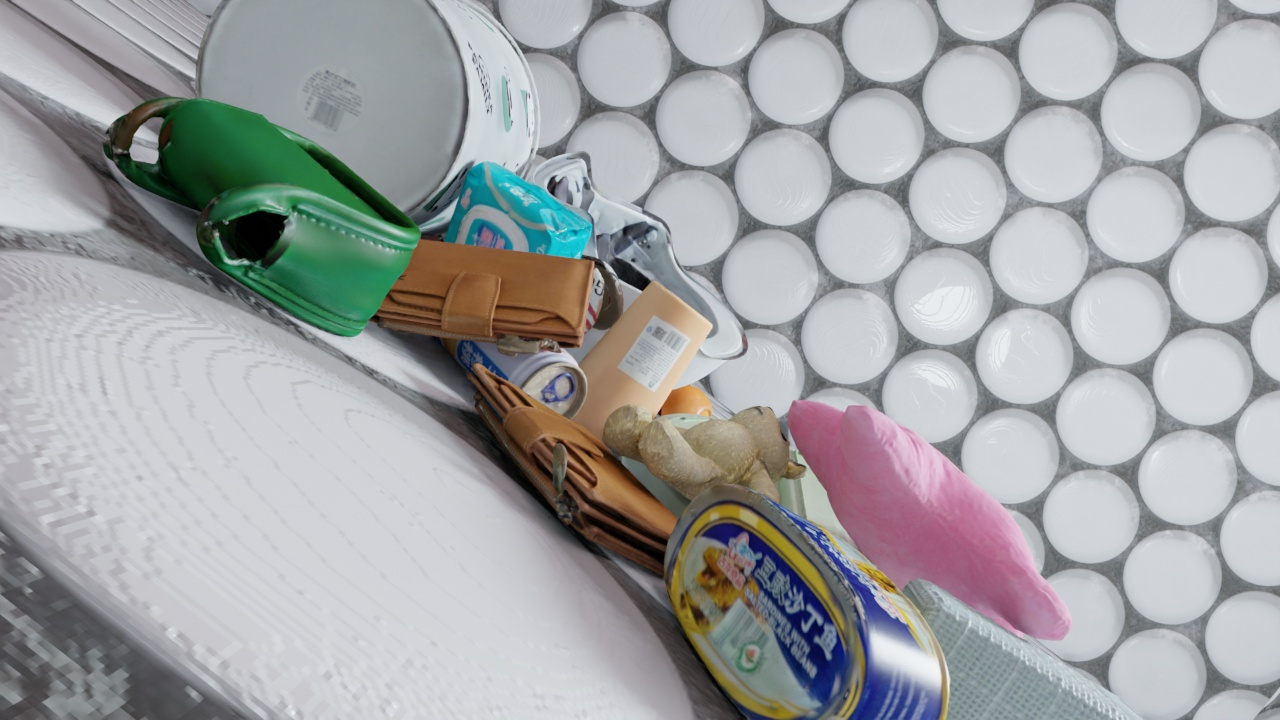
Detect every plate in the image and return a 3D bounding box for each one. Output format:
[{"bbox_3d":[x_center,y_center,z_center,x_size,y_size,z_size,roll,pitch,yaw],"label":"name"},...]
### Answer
[{"bbox_3d":[0.095,0.101,0.639,0.230,0.027,0.230,22,19,-8],"label":"plate"}]

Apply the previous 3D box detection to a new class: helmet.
[{"bbox_3d":[-0.033,-0.058,0.870,0.258,0.146,0.228,39,20,-28],"label":"helmet"}]

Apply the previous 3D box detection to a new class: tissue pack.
[{"bbox_3d":[-0.100,-0.066,0.667,0.093,0.134,0.050,35,28,20],"label":"tissue pack"}]

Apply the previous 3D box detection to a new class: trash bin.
[{"bbox_3d":[-0.205,-0.201,0.725,0.229,0.230,0.251,36,8,-8],"label":"trash bin"}]

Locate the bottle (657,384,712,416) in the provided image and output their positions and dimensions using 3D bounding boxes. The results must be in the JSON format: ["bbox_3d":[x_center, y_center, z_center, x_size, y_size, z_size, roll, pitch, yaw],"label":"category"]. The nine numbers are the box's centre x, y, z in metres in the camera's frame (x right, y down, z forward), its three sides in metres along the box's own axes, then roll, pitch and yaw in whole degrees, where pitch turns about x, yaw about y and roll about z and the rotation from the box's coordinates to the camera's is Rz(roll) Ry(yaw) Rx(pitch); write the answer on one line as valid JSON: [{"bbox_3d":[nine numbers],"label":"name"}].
[{"bbox_3d":[0.000,0.033,0.945,0.149,0.067,0.066,31,0,25],"label":"bottle"}]

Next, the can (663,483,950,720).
[{"bbox_3d":[0.062,0.107,0.388,0.049,0.074,0.148,31,6,-27],"label":"can"}]

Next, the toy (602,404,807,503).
[{"bbox_3d":[0.039,0.052,0.548,0.105,0.066,0.157,19,3,37],"label":"toy"}]

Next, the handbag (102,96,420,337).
[{"bbox_3d":[-0.186,-0.074,0.458,0.131,0.068,0.120,40,12,32],"label":"handbag"}]

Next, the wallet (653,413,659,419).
[{"bbox_3d":[0.009,0.060,0.794,0.090,0.033,0.115,42,0,35],"label":"wallet"}]

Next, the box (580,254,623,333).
[{"bbox_3d":[-0.097,-0.058,0.726,0.164,0.075,0.082,15,29,31],"label":"box"}]

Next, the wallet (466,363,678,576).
[{"bbox_3d":[-0.035,0.057,0.478,0.131,0.035,0.119,40,-2,45],"label":"wallet"}]

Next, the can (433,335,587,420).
[{"bbox_3d":[-0.089,-0.008,0.585,0.053,0.053,0.134,33,5,-47],"label":"can"}]

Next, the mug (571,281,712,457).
[{"bbox_3d":[-0.004,0.004,0.703,0.078,0.123,0.078,37,4,-3],"label":"mug"}]

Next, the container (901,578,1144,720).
[{"bbox_3d":[0.158,0.168,0.430,0.111,0.090,0.090,34,2,11],"label":"container"}]

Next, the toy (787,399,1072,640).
[{"bbox_3d":[0.159,0.091,0.546,0.194,0.074,0.178,47,-6,17],"label":"toy"}]

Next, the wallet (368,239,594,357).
[{"bbox_3d":[-0.096,-0.042,0.555,0.132,0.031,0.107,7,28,-1],"label":"wallet"}]

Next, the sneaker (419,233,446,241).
[{"bbox_3d":[-0.239,-0.162,0.934,0.241,0.088,0.118,61,2,-35],"label":"sneaker"}]
